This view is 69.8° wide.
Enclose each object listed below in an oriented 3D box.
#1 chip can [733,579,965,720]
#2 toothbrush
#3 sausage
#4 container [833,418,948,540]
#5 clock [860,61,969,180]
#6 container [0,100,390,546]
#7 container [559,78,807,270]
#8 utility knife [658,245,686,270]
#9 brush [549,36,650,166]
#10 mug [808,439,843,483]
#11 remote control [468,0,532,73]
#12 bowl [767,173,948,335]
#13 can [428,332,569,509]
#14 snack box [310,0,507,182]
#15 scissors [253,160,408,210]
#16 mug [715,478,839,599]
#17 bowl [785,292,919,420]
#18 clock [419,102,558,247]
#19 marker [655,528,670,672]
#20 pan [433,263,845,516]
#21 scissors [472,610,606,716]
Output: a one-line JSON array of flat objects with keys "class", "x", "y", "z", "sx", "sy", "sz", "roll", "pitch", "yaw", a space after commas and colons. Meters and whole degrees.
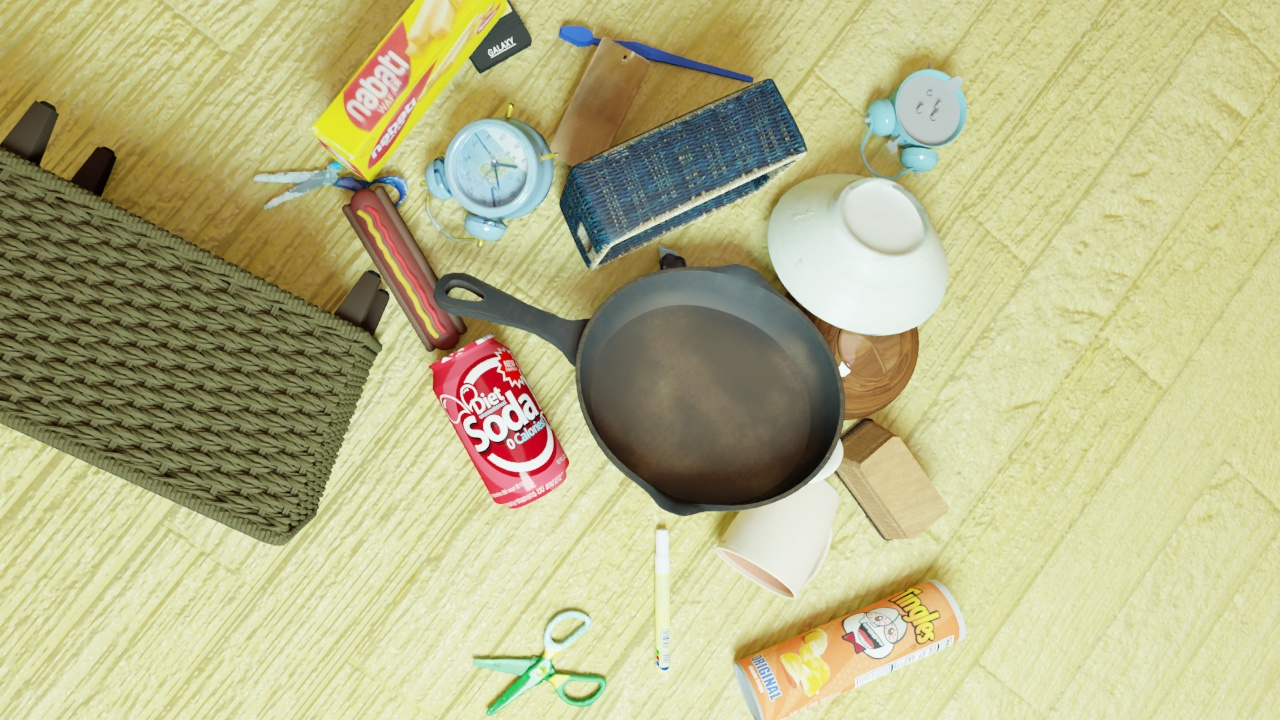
[{"class": "chip can", "x": 0.196, "y": 0.274, "z": 0.864, "sx": 0.210, "sy": 0.062, "sz": 0.062, "roll": -20, "pitch": 94, "yaw": -9}, {"class": "toothbrush", "x": 0.017, "y": -0.282, "z": 0.848, "sx": 0.186, "sy": 0.011, "sz": 0.016, "roll": 10, "pitch": 89, "yaw": -10}, {"class": "sausage", "x": -0.202, "y": -0.077, "z": 0.792, "sx": 0.040, "sy": 0.040, "sz": 0.155, "roll": -31, "pitch": 101, "yaw": -9}, {"class": "container", "x": 0.236, "y": 0.116, "z": 0.869, "sx": 0.063, "sy": 0.061, "sz": 0.114, "roll": -37, "pitch": 97, "yaw": -8}, {"class": "clock", "x": 0.260, "y": -0.224, "z": 0.878, "sx": 0.087, "sy": 0.042, "sz": 0.123, "roll": 44, "pitch": 82, "yaw": -8}, {"class": "container", "x": -0.362, "y": -0.028, "z": 0.705, "sx": 0.321, "sy": 0.176, "sz": 0.205, "roll": 28, "pitch": 82, "yaw": -10}, {"class": "container", "x": 0.029, "y": -0.156, "z": 0.785, "sx": 0.187, "sy": 0.145, "sz": 0.071, "roll": -26, "pitch": 92, "yaw": -9}, {"class": "utility knife", "x": 0.044, "y": -0.025, "z": 0.855, "sx": 0.028, "sy": 0.020, "sz": 0.171, "roll": -14, "pitch": 92, "yaw": -12}, {"class": "brush", "x": -0.038, "y": -0.225, "z": 0.825, "sx": 0.049, "sy": 0.039, "sz": 0.117, "roll": 26, "pitch": 86, "yaw": -8}, {"class": "mug", "x": 0.125, "y": 0.066, "z": 0.824, "sx": 0.097, "sy": 0.122, "sz": 0.081, "roll": -46, "pitch": 142, "yaw": -21}, {"class": "remote control", "x": -0.155, "y": -0.327, "z": 0.815, "sx": 0.058, "sy": 0.013, "sz": 0.133, "roll": -33, "pitch": 96, "yaw": -8}, {"class": "bowl", "x": 0.207, "y": -0.113, "z": 0.825, "sx": 0.176, "sy": 0.058, "sz": 0.176, "roll": 5, "pitch": 63, "yaw": -9}, {"class": "can", "x": -0.122, "y": 0.053, "z": 0.796, "sx": 0.074, "sy": 0.074, "sz": 0.142, "roll": -28, "pitch": 96, "yaw": -9}, {"class": "snack box", "x": -0.185, "y": -0.243, "z": 0.755, "sx": 0.042, "sy": 0.092, "sz": 0.200, "roll": 38, "pitch": 85, "yaw": -7}, {"class": "scissors", "x": -0.267, "y": -0.149, "z": 0.797, "sx": 0.135, "sy": 0.015, "sz": 0.086, "roll": -28, "pitch": 98, "yaw": -9}, {"class": "mug", "x": 0.139, "y": 0.161, "z": 0.849, "sx": 0.111, "sy": 0.085, "sz": 0.104, "roll": 46, "pitch": 70, "yaw": -36}, {"class": "bowl", "x": 0.201, "y": -0.015, "z": 0.857, "sx": 0.147, "sy": 0.069, "sz": 0.147, "roll": 0, "pitch": 91, "yaw": -10}, {"class": "clock", "x": -0.133, "y": -0.157, "z": 0.796, "sx": 0.125, "sy": 0.051, "sz": 0.089, "roll": -41, "pitch": 94, "yaw": 13}, {"class": "marker", "x": 0.021, "y": 0.224, "z": 0.856, "sx": 0.014, "sy": 0.014, "sz": 0.132, "roll": -1, "pitch": 91, "yaw": -10}, {"class": "pan", "x": -0.005, "y": 0.004, "z": 0.776, "sx": 0.356, "sy": 0.043, "sz": 0.248, "roll": 20, "pitch": 59, "yaw": 0}, {"class": "scissors", "x": -0.090, "y": 0.274, "z": 0.838, "sx": 0.128, "sy": 0.012, "sz": 0.119, "roll": 12, "pitch": 88, "yaw": -12}]
